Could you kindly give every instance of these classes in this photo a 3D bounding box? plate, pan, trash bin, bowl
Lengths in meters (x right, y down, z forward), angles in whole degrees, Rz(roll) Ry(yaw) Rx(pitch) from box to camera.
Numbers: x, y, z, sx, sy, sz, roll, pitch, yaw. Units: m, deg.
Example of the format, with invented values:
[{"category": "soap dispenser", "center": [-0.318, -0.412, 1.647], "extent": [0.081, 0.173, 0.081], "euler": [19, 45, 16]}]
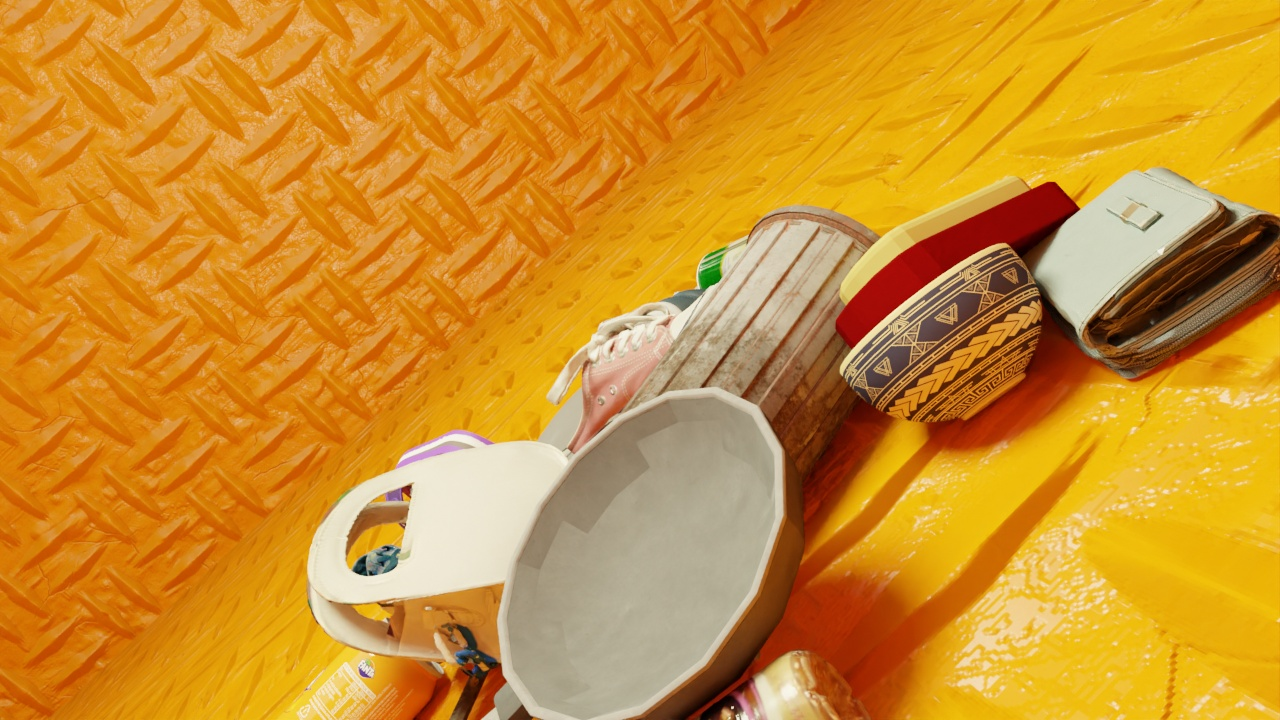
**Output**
[{"category": "plate", "center": [-0.079, 0.089, 0.977], "extent": [0.179, 0.012, 0.178], "euler": [-47, 18, 20]}, {"category": "pan", "center": [-0.053, 0.163, 0.453], "extent": [0.357, 0.041, 0.178], "euler": [-47, 31, 3]}, {"category": "trash bin", "center": [0.085, 0.004, 0.603], "extent": [0.210, 0.131, 0.131], "euler": [-51, 17, -26]}, {"category": "bowl", "center": [0.173, -0.003, 0.500], "extent": [0.112, 0.061, 0.112], "euler": [-32, -17, -11]}]

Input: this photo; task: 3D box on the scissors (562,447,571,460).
[{"category": "scissors", "center": [-0.109, 0.121, 0.940], "extent": [0.193, 0.015, 0.179], "euler": [-52, 16, 6]}]

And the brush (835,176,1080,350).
[{"category": "brush", "center": [0.184, -0.062, 0.548], "extent": [0.173, 0.042, 0.082], "euler": [-25, -20, -30]}]

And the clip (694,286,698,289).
[{"category": "clip", "center": [0.047, -0.060, 1.048], "extent": [0.141, 0.029, 0.172], "euler": [-51, 9, -30]}]

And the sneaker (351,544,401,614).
[{"category": "sneaker", "center": [-0.223, 0.205, 0.892], "extent": [0.236, 0.079, 0.087], "euler": [-25, 34, 59]}]

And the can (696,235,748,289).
[{"category": "can", "center": [0.116, -0.093, 0.923], "extent": [0.067, 0.067, 0.121], "euler": [-51, 17, -29]}]

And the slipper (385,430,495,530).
[{"category": "slipper", "center": [-0.218, 0.154, 0.994], "extent": [0.267, 0.107, 0.083], "euler": [-32, 30, 57]}]

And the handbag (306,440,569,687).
[{"category": "handbag", "center": [-0.145, 0.149, 0.692], "extent": [0.199, 0.093, 0.200], "euler": [-3, 26, -3]}]

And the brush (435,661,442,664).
[{"category": "brush", "center": [-0.162, 0.226, 0.759], "extent": [0.136, 0.015, 0.049], "euler": [129, 164, -65]}]

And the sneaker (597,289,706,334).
[{"category": "sneaker", "center": [0.025, -0.022, 0.915], "extent": [0.087, 0.089, 0.236], "euler": [-29, 2, -20]}]

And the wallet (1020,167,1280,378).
[{"category": "wallet", "center": [0.258, -0.053, 0.475], "extent": [0.100, 0.054, 0.131], "euler": [-37, 10, 18]}]

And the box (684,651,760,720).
[{"category": "box", "center": [-0.015, 0.201, 0.471], "extent": [0.187, 0.083, 0.043], "euler": [-40, 56, 3]}]

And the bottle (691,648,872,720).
[{"category": "bottle", "center": [0.019, 0.188, 0.378], "extent": [0.166, 0.059, 0.059], "euler": [-40, 14, 12]}]

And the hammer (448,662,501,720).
[{"category": "hammer", "center": [-0.101, 0.197, 0.738], "extent": [0.147, 0.028, 0.316], "euler": [-29, 19, 26]}]

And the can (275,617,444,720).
[{"category": "can", "center": [-0.231, 0.281, 0.729], "extent": [0.142, 0.079, 0.079], "euler": [-46, 15, -14]}]

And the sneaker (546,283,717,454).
[{"category": "sneaker", "center": [-0.005, 0.004, 0.764], "extent": [0.242, 0.088, 0.118], "euler": [-48, 1, 41]}]
